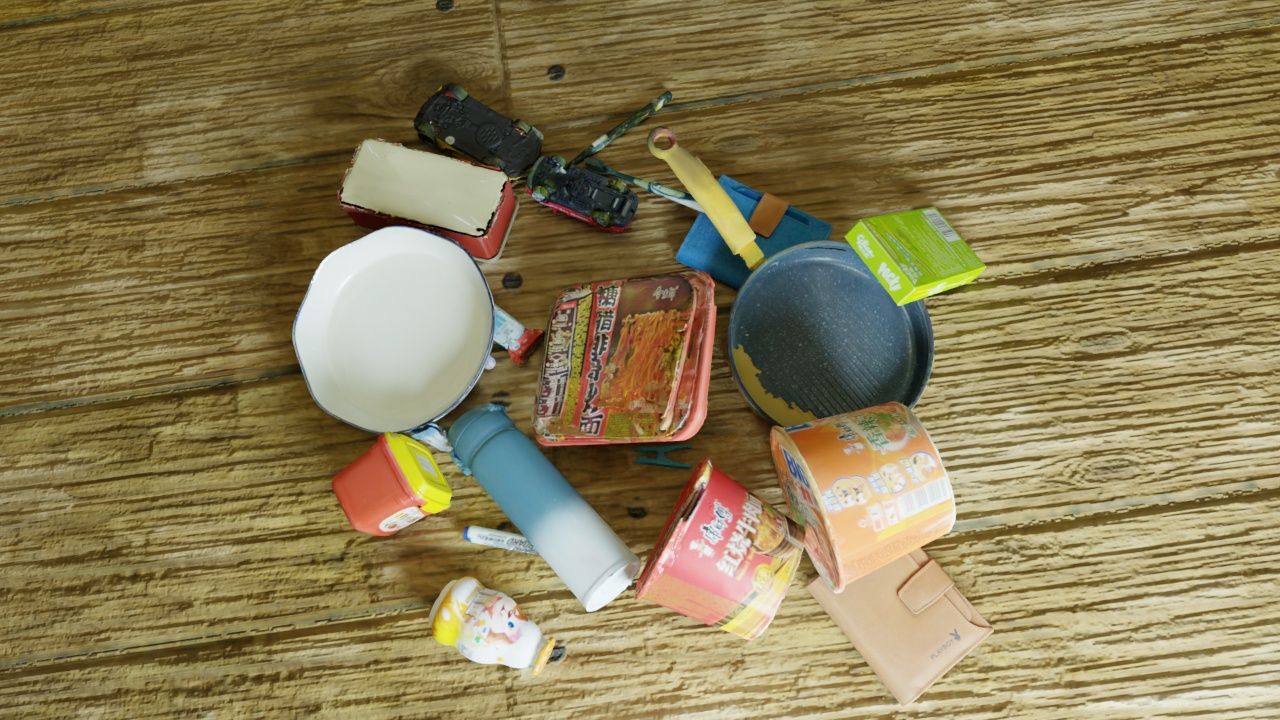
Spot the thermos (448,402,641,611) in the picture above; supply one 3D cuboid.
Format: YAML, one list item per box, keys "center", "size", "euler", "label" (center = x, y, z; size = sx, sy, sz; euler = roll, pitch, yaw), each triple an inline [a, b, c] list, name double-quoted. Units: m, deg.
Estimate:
- center: [-0.094, 0.129, 0.841]
  size: [0.070, 0.070, 0.220]
  euler: [-42, 66, -11]
  label: "thermos"

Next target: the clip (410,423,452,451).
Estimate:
- center: [-0.197, 0.073, 0.880]
  size: [0.024, 0.057, 0.028]
  euler: [-20, 69, 9]
  label: "clip"

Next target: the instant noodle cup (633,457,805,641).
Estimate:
- center: [0.071, 0.170, 0.799]
  size: [0.108, 0.138, 0.137]
  euler: [27, 74, 2]
  label: "instant noodle cup"

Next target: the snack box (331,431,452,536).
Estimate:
- center: [-0.232, 0.117, 0.850]
  size: [0.080, 0.091, 0.082]
  euler: [-32, 72, -1]
  label: "snack box"

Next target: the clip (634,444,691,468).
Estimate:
- center: [0.022, 0.093, 0.885]
  size: [0.056, 0.014, 0.041]
  euler: [-1, 70, 3]
  label: "clip"

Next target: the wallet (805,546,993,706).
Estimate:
- center: [0.231, 0.222, 0.822]
  size: [0.107, 0.031, 0.132]
  euler: [-36, 74, -8]
  label: "wallet"

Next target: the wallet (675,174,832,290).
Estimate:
- center: [0.118, -0.121, 0.944]
  size: [0.133, 0.040, 0.106]
  euler: [28, 79, 11]
  label: "wallet"

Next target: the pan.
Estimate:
- center: [0.128, -0.079, 0.875]
  size: [0.197, 0.078, 0.357]
  euler: [-41, 84, -9]
  label: "pan"

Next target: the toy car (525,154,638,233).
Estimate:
- center: [-0.062, -0.172, 0.963]
  size: [0.120, 0.045, 0.052]
  euler: [25, 72, 3]
  label: "toy car"

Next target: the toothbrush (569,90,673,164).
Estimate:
- center: [-0.039, -0.242, 1.003]
  size: [0.185, 0.017, 0.012]
  euler: [-36, 86, -9]
  label: "toothbrush"

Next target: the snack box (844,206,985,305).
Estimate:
- center: [0.268, -0.104, 0.888]
  size: [0.156, 0.026, 0.085]
  euler: [-17, 66, -45]
  label: "snack box"

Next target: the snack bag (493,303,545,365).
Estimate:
- center: [-0.147, -0.037, 0.932]
  size: [0.105, 0.026, 0.045]
  euler: [34, 85, 14]
  label: "snack bag"

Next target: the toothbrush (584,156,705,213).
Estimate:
- center: [0.019, -0.181, 0.959]
  size: [0.192, 0.018, 0.016]
  euler: [24, 79, 24]
  label: "toothbrush"

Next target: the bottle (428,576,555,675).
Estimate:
- center: [-0.131, 0.239, 0.815]
  size: [0.108, 0.063, 0.063]
  euler: [25, 73, 10]
  label: "bottle"

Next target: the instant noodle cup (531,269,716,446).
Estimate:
- center: [-0.005, 0.005, 0.859]
  size: [0.189, 0.079, 0.164]
  euler: [-4, 68, 34]
  label: "instant noodle cup"

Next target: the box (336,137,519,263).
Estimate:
- center: [-0.220, -0.172, 0.955]
  size: [0.168, 0.079, 0.091]
  euler: [15, 73, 7]
  label: "box"

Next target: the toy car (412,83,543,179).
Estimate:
- center: [-0.176, -0.243, 0.997]
  size: [0.156, 0.041, 0.071]
  euler: [28, 74, 13]
  label: "toy car"

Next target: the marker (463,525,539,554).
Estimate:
- center: [-0.095, 0.174, 0.860]
  size: [0.146, 0.017, 0.016]
  euler: [9, 71, 6]
  label: "marker"

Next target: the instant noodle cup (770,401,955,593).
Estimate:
- center: [0.191, 0.110, 0.789]
  size: [0.111, 0.151, 0.151]
  euler: [-20, 71, -3]
  label: "instant noodle cup"

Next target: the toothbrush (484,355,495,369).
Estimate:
- center: [-0.223, -0.047, 0.944]
  size: [0.189, 0.021, 0.029]
  euler: [35, 114, 12]
  label: "toothbrush"

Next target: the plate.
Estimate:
- center: [-0.238, -0.029, 0.907]
  size: [0.205, 0.045, 0.204]
  euler: [-1, 79, 8]
  label: "plate"
